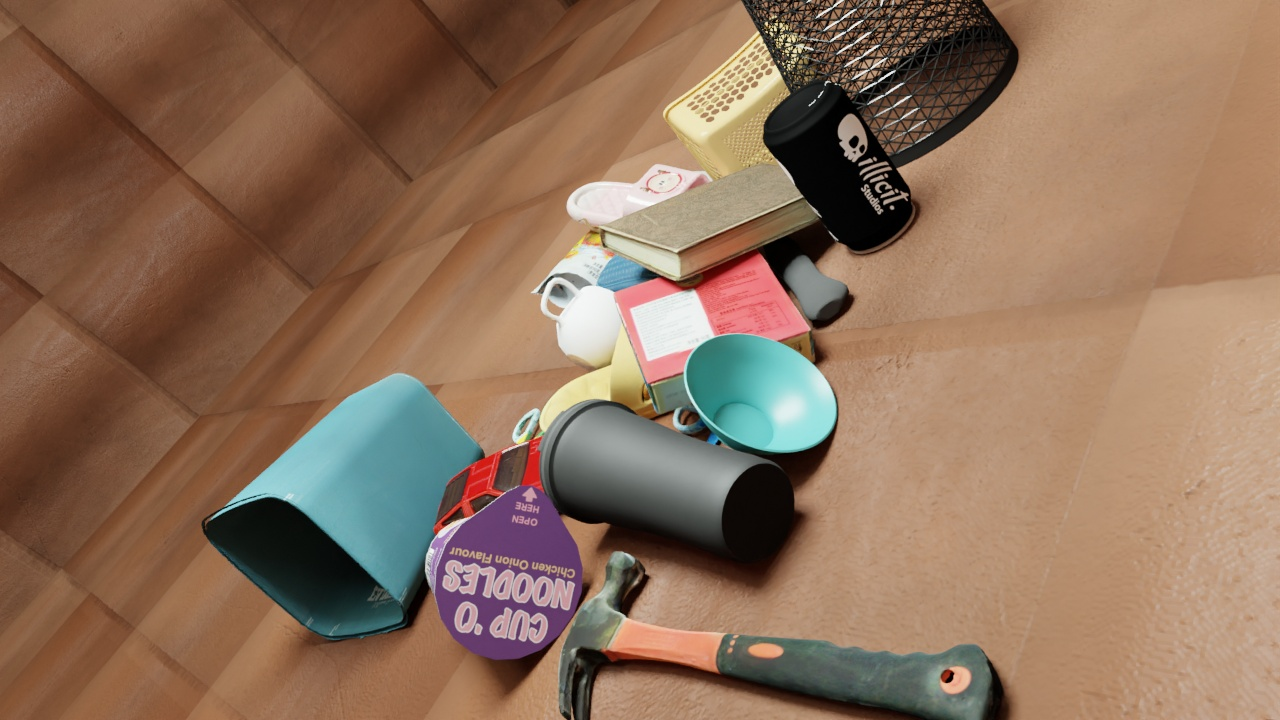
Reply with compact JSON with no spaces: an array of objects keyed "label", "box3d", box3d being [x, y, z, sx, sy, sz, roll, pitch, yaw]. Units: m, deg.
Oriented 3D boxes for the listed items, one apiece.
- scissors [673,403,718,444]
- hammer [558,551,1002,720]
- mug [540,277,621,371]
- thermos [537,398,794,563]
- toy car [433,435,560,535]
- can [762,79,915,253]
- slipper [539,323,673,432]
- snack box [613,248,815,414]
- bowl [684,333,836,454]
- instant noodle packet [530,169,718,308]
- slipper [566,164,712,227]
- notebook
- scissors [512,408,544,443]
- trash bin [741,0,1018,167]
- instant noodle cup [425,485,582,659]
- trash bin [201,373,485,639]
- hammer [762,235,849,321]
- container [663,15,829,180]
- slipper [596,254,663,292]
[{"label":"scissors","box3d":[0.074,0.043,0.795,0.130,0.013,0.125,-5,45,52]},{"label":"hammer","box3d":[0.064,0.185,0.573,0.334,0.033,0.132,-12,38,47]},{"label":"mug","box3d":[-0.058,-0.039,0.987,0.090,0.124,0.076,2,60,57]},{"label":"thermos","box3d":[0.016,0.094,0.710,0.219,0.106,0.105,9,56,53]},{"label":"toy car","box3d":[-0.128,0.125,0.914,0.190,0.056,0.081,-25,38,28]},{"label":"can","box3d":[0.178,-0.171,0.820,0.080,0.146,0.080,-34,27,19]},{"label":"slipper","box3d":[-0.005,0.005,0.898,0.264,0.078,0.099,-26,33,30]},{"label":"snack box","box3d":[0.061,-0.031,0.812,0.142,0.040,0.144,-19,39,-2]},{"label":"bowl","box3d":[0.087,0.038,0.715,0.120,0.121,0.046,-73,1,-47]},{"label":"instant noodle packet","box3d":[-0.019,-0.166,1.156,0.147,0.057,0.268,2,42,37]},{"label":"slipper","box3d":[0.007,-0.194,1.099,0.222,0.056,0.106,6,41,30]},{"label":"notebook","box3d":[0.069,-0.149,0.917,0.215,0.034,0.190,-26,29,-23]},{"label":"scissors","box3d":[-0.135,0.100,1.013,0.130,0.012,0.116,-43,29,4]},{"label":"trash bin","box3d":[0.219,-0.350,0.924,0.217,0.243,0.216,-34,27,19]},{"label":"instant noodle cup","box3d":[-0.127,0.172,0.780,0.122,0.121,0.136,-11,66,64]},{"label":"trash bin","box3d":[-0.302,0.148,0.994,0.197,0.199,0.218,-21,26,38]},{"label":"hammer","box3d":[0.138,-0.110,0.926,0.125,0.029,0.310,-38,26,10]},{"label":"container","box3d":[0.136,-0.312,1.126,0.183,0.129,0.167,-39,32,9]},{"label":"slipper","box3d":[0.039,-0.097,0.972,0.214,0.059,0.103,-1,48,47]}]
